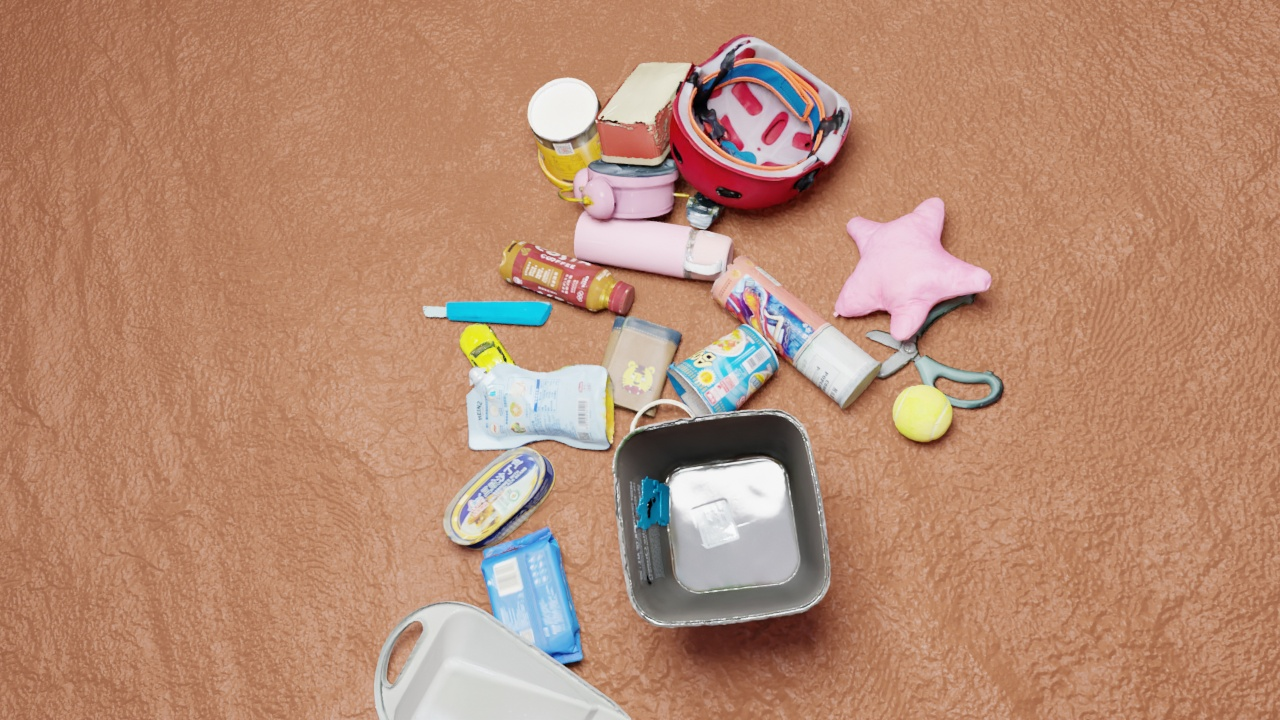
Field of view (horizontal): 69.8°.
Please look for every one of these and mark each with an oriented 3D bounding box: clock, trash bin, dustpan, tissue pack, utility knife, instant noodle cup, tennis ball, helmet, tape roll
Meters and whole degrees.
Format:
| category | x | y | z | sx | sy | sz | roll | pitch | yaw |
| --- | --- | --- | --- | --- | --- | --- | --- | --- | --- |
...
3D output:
| category | x | y | z | sx | sy | sz | roll | pitch | yaw |
| --- | --- | --- | --- | --- | --- | --- | --- | --- | --- |
| clock | -0.027 | -0.219 | 1.167 | 0.158 | 0.060 | 0.117 | -7 | 26 | -15 |
| trash bin | 0.088 | 0.170 | 0.975 | 0.199 | 0.220 | 0.199 | -8 | 77 | 6 |
| dustpan | -0.180 | 0.399 | 1.036 | 0.257 | 0.142 | 0.223 | 29 | 98 | -11 |
| tissue pack | -0.126 | 0.283 | 1.071 | 0.095 | 0.052 | 0.157 | -19 | 71 | 5 |
| utility knife | -0.206 | -0.064 | 1.211 | 0.179 | 0.018 | 0.034 | 2 | 59 | 12 |
| instant noodle cup | 0.103 | 0.015 | 1.097 | 0.109 | 0.099 | 0.099 | -37 | 70 | -10 |
| tennis ball | 0.324 | 0.061 | 1.055 | 0.065 | 0.065 | 0.065 | -3 | 72 | 9 |
| helmet | 0.129 | -0.267 | 1.134 | 0.207 | 0.144 | 0.239 | 39 | 58 | 11 |
| instant noodle cup | -0.089 | -0.301 | 1.214 | 0.118 | 0.114 | 0.118 | -3 | 73 | 9 |
| tape roll | 0.030 | 0.090 | 1.111 | 0.086 | 0.014 | 0.086 | 0 | 89 | 0 |

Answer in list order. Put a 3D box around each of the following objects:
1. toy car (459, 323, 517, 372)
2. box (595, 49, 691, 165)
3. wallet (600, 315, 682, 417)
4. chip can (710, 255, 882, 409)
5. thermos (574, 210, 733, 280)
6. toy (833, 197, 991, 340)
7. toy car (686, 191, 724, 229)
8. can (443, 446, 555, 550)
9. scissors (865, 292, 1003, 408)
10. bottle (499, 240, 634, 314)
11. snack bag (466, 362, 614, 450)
| category | x | y | z | sx | sy | sz | roll | pitch | yaw |
| --- | --- | --- | --- | --- | --- | --- | --- | --- | --- |
| toy car | -0.197 | -0.005 | 1.184 | 0.048 | 0.032 | 0.105 | -36 | 69 | -2 |
| box | 0.012 | -0.328 | 1.183 | 0.091 | 0.077 | 0.167 | 9 | 45 | 21 |
| wallet | -0.007 | 0.007 | 1.149 | 0.090 | 0.033 | 0.115 | 16 | 80 | 13 |
| chip can | 0.185 | -0.037 | 1.107 | 0.071 | 0.071 | 0.215 | -45 | 71 | -6 |
| thermos | 0.015 | -0.140 | 1.163 | 0.199 | 0.087 | 0.067 | 13 | 117 | 14 |
| toy | 0.305 | -0.111 | 1.104 | 0.179 | 0.074 | 0.194 | -32 | 51 | 17 |
| toy car | 0.089 | -0.201 | 1.181 | 0.043 | 0.034 | 0.090 | 16 | 41 | 14 |
| can | -0.171 | 0.168 | 1.116 | 0.148 | 0.049 | 0.074 | -42 | 71 | -4 |
| scissors | 0.368 | -0.013 | 1.096 | 0.170 | 0.019 | 0.179 | -41 | 71 | -6 |
| bottle | -0.093 | -0.104 | 1.183 | 0.175 | 0.057 | 0.057 | 20 | 77 | 15 |
| snack bag | -0.128 | 0.058 | 1.135 | 0.191 | 0.038 | 0.110 | 0 | 107 | 16 |
